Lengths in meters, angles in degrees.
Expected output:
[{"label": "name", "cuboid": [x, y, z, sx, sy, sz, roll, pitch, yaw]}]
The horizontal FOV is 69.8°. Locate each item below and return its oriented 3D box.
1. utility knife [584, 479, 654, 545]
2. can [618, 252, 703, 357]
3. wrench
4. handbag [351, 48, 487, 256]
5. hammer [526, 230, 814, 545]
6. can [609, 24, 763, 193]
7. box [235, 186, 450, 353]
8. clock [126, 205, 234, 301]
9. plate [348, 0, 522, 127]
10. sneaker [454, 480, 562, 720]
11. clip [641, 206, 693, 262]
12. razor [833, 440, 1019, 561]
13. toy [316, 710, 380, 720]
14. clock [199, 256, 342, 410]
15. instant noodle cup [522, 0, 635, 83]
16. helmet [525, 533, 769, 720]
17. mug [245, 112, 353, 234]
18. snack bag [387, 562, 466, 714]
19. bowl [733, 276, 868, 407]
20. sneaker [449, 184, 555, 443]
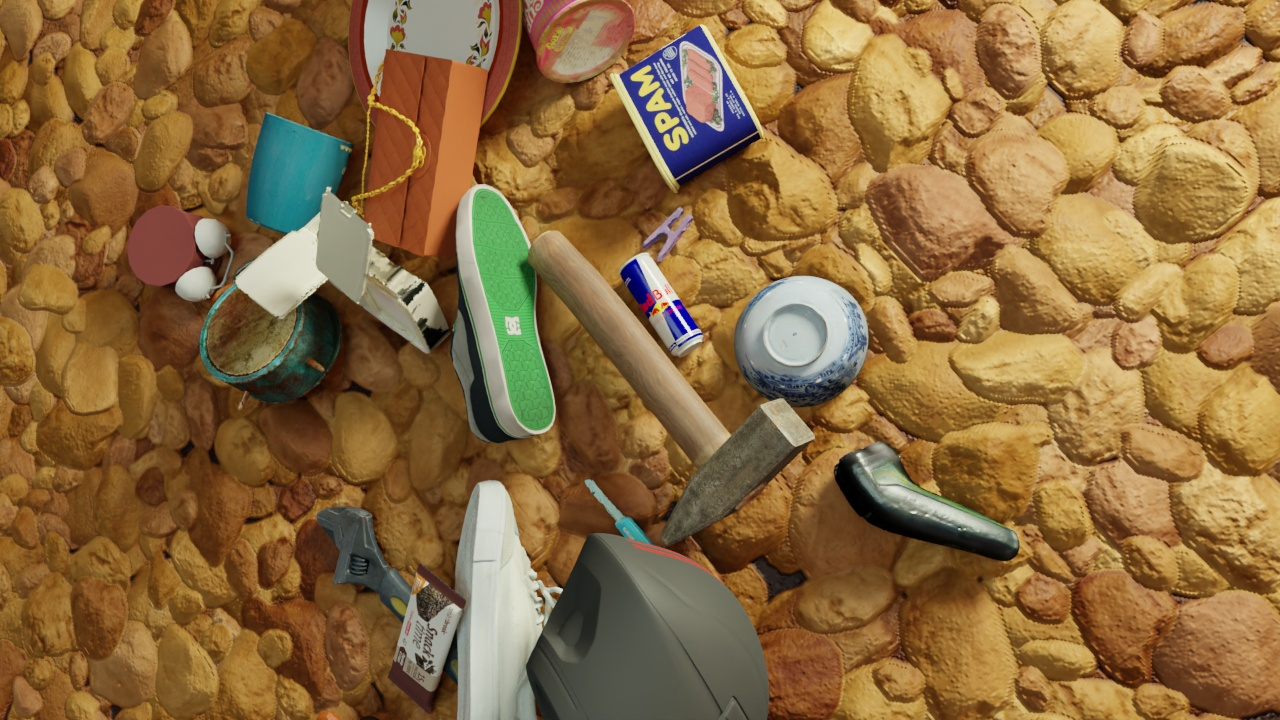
[{"label": "utility knife", "cuboid": [0.000, 0.162, 0.804, 0.151, 0.015, 0.022, 47, 124, 16]}, {"label": "can", "cuboid": [0.018, -0.048, 0.805, 0.032, 0.032, 0.095, -35, 77, 10]}, {"label": "wrench", "cuboid": [-0.210, 0.233, 0.853, 0.273, 0.022, 0.073, 40, 102, 16]}, {"label": "handbag", "cuboid": [-0.212, -0.192, 0.845, 0.109, 0.060, 0.172, 21, 106, 33]}, {"label": "hammer", "cuboid": [-0.005, 0.005, 0.787, 0.300, 0.037, 0.158, 51, 123, 19]}, {"label": "can", "cuboid": [0.041, -0.221, 0.802, 0.092, 0.056, 0.116, -29, 78, 11]}, {"label": "box", "cuboid": [-0.270, -0.067, 0.792, 0.143, 0.193, 0.106, 32, 68, 21]}, {"label": "clock", "cuboid": [-0.471, -0.111, 0.945, 0.124, 0.044, 0.087, 19, 91, 17]}, {"label": "plate", "cuboid": [-0.195, -0.313, 0.869, 0.230, 0.021, 0.230, 4, 97, 34]}, {"label": "sneaker", "cuboid": [-0.111, 0.226, 0.801, 0.090, 0.090, 0.242, 4, 69, -20]}, {"label": "clip", "cuboid": [0.024, -0.114, 0.820, 0.035, 0.013, 0.052, 39, 94, 14]}, {"label": "razor", "cuboid": [0.227, 0.112, 0.728, 0.151, 0.054, 0.067, 21, 74, 11]}, {"label": "toy", "cuboid": [-0.288, 0.399, 0.832, 0.112, 0.096, 0.176, 34, 84, 16]}, {"label": "clock", "cuboid": [-0.359, -0.035, 0.894, 0.121, 0.073, 0.157, -24, 64, 8]}, {"label": "instant noodle cup", "cuboid": [-0.072, -0.325, 0.827, 0.098, 0.097, 0.108, -33, 70, 11]}, {"label": "helmet", "cuboid": [0.013, 0.249, 0.708, 0.169, 0.164, 0.265, -26, 110, -18]}, {"label": "mug", "cuboid": [-0.346, -0.181, 0.904, 0.112, 0.084, 0.104, 26, 99, 45]}, {"label": "snack bag", "cuboid": [-0.192, 0.251, 0.816, 0.057, 0.013, 0.158, 33, 123, 18]}, {"label": "bowl", "cuboid": [0.131, -0.018, 0.764, 0.114, 0.045, 0.114, -1, 85, 16]}, {"label": "sneaker", "cuboid": [-0.142, -0.041, 0.831, 0.079, 0.084, 0.235, -17, 78, 35]}]
